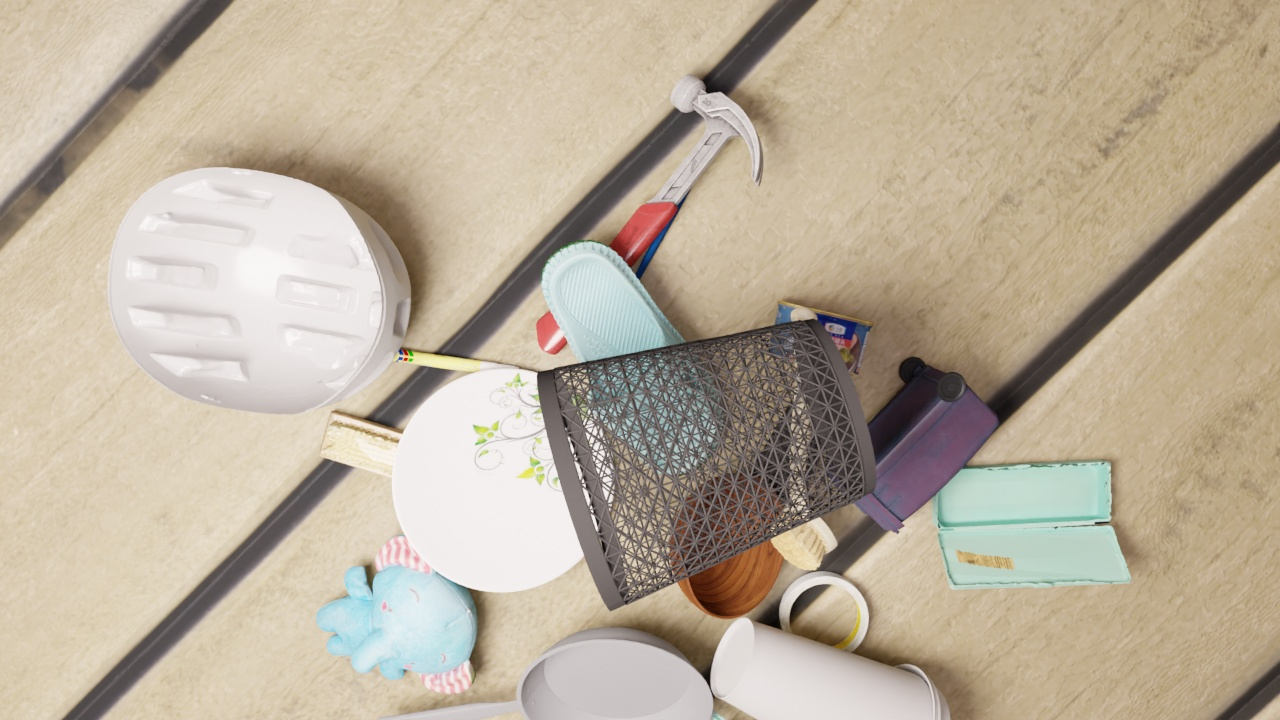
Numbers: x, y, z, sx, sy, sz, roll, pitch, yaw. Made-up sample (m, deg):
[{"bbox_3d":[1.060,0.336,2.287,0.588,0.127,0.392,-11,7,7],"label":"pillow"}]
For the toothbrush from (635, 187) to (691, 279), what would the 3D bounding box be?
[{"bbox_3d":[0.011,-0.122,0.959,0.017,0.016,0.190,30,94,11],"label":"toothbrush"}]

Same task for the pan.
[{"bbox_3d":[-0.103,0.353,0.956,0.357,0.050,0.201,-6,125,7],"label":"pan"}]

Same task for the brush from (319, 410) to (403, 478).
[{"bbox_3d":[-0.281,0.094,0.968,0.117,0.039,0.049,17,93,-2],"label":"brush"}]

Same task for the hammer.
[{"bbox_3d":[0.001,-0.130,0.939,0.126,0.036,0.316,41,98,15],"label":"hammer"}]

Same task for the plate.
[{"bbox_3d":[-0.142,0.124,0.960,0.229,0.030,0.229,2,83,-15],"label":"plate"}]

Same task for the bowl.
[{"bbox_3d":[0.077,0.186,0.950,0.147,0.069,0.147,-2,94,-40],"label":"bowl"}]

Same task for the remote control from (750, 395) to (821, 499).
[{"bbox_3d":[0.171,0.082,0.977,0.058,0.013,0.133,29,94,-2],"label":"remote control"}]

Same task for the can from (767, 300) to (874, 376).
[{"bbox_3d":[0.185,-0.023,0.948,0.100,0.054,0.059,12,96,0],"label":"can"}]

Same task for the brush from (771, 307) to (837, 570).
[{"bbox_3d":[0.163,0.082,0.920,0.062,0.077,0.272,6,105,38],"label":"brush"}]

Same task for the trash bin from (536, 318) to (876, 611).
[{"bbox_3d":[0.059,0.077,0.807,0.243,0.217,0.217,-18,94,0],"label":"trash bin"}]

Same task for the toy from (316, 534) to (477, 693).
[{"bbox_3d":[-0.260,0.276,0.953,0.181,0.114,0.183,-13,105,11],"label":"toy"}]

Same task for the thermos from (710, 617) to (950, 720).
[{"bbox_3d":[0.187,0.341,0.926,0.222,0.131,0.131,27,94,-12],"label":"thermos"}]

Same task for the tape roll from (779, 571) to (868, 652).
[{"bbox_3d":[0.198,0.276,0.990,0.094,0.019,0.094,0,95,0],"label":"tape roll"}]

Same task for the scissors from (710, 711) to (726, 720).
[{"bbox_3d":[0.104,0.387,0.958,0.071,0.131,0.014,46,58,2],"label":"scissors"}]

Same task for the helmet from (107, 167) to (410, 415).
[{"bbox_3d":[-0.364,-0.063,0.882,0.282,0.184,0.224,4,89,-7],"label":"helmet"}]

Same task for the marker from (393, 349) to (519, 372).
[{"bbox_3d":[-0.195,0.003,0.972,0.132,0.014,0.014,8,95,0],"label":"marker"}]

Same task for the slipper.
[{"bbox_3d":[-0.005,0.005,0.921,0.116,0.069,0.276,-31,107,6],"label":"slipper"}]

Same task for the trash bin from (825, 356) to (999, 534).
[{"bbox_3d":[0.271,0.086,0.938,0.092,0.094,0.161,43,92,-12],"label":"trash bin"}]

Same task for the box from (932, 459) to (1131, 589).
[{"bbox_3d":[0.406,0.173,0.964,0.187,0.057,0.137,-1,77,1],"label":"box"}]
